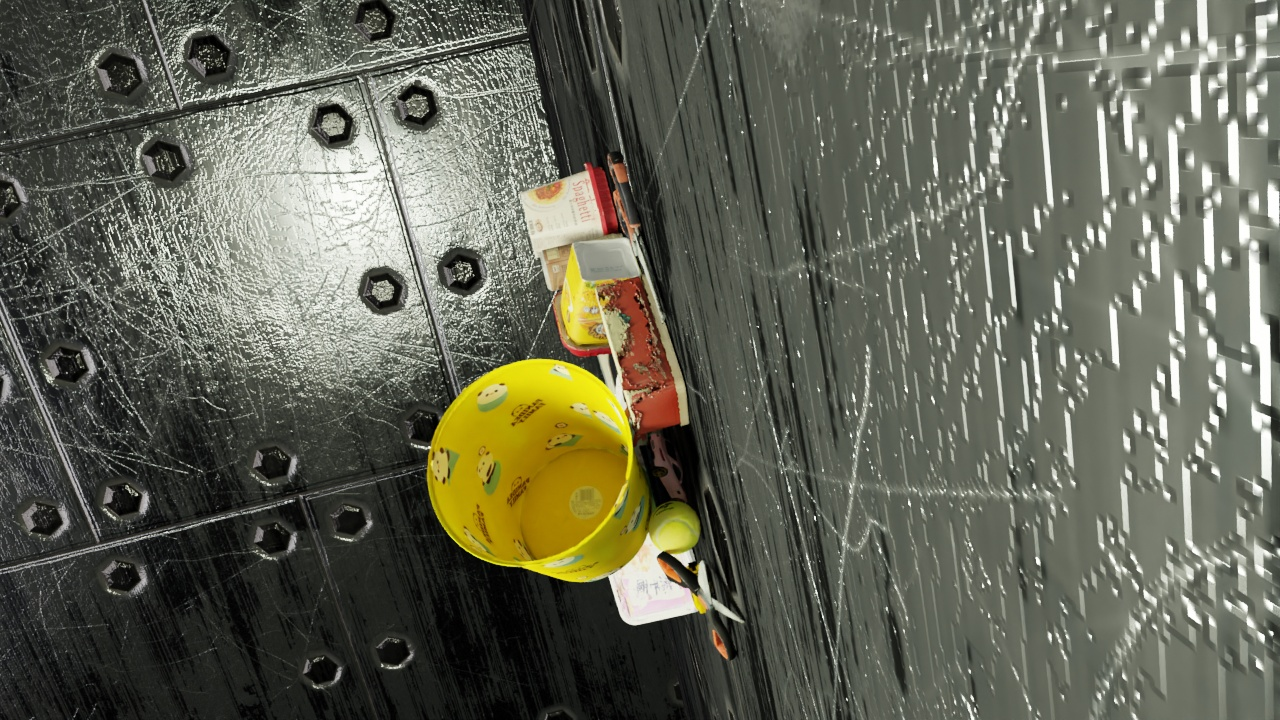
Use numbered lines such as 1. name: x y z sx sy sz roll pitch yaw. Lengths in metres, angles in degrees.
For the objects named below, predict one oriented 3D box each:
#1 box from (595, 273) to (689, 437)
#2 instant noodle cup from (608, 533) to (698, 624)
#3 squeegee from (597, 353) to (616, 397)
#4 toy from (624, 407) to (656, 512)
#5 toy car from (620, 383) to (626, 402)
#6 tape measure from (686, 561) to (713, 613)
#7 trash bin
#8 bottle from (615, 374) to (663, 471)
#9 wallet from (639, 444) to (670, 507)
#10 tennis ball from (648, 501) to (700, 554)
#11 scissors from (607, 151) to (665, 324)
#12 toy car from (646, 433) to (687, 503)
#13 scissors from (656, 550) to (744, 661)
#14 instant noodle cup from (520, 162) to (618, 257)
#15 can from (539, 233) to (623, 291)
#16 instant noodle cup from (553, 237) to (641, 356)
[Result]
1. box: -0.007 -0.007 1.009 0.091 0.079 0.168 80 174 -54
2. instant noodle cup: 0.020 0.295 1.375 0.060 0.138 0.173 -14 -93 -71
3. squeegee: -0.054 -0.025 1.364 0.246 0.039 0.246 77 177 -85
4. toy: -0.058 0.152 1.329 0.246 0.089 0.227 48 135 35
5. toy car: -0.007 0.007 1.240 0.045 0.053 0.120 167 89 -89
6. tape measure: 0.078 0.291 1.189 0.057 0.029 0.060 -124 20 -75
7. trash bin: -0.096 0.152 1.093 0.255 0.230 0.229 62 -169 -64
8. bottle: -0.002 0.086 1.363 0.068 0.068 0.197 -125 25 -79
9. wallet: 0.029 0.176 1.236 0.121 0.019 0.097 59 -168 -57
10. tennis ball: 0.042 0.208 1.140 0.065 0.065 0.065 165 92 -86
11. scissors: -0.004 -0.131 1.017 0.194 0.015 0.206 -131 27 -78
12. toy car: 0.039 0.143 1.196 0.056 0.037 0.122 -99 -13 -46
13. scissors: 0.078 0.275 1.042 0.221 0.021 0.224 30 149 60
14. instant noodle cup: -0.102 -0.207 1.320 0.117 0.124 0.116 91 165 -73
15. can: -0.076 -0.135 1.258 0.058 0.116 0.058 164 92 -87
16. instant noodle cup: -0.048 -0.084 1.168 0.124 0.116 0.116 98 161 -48
